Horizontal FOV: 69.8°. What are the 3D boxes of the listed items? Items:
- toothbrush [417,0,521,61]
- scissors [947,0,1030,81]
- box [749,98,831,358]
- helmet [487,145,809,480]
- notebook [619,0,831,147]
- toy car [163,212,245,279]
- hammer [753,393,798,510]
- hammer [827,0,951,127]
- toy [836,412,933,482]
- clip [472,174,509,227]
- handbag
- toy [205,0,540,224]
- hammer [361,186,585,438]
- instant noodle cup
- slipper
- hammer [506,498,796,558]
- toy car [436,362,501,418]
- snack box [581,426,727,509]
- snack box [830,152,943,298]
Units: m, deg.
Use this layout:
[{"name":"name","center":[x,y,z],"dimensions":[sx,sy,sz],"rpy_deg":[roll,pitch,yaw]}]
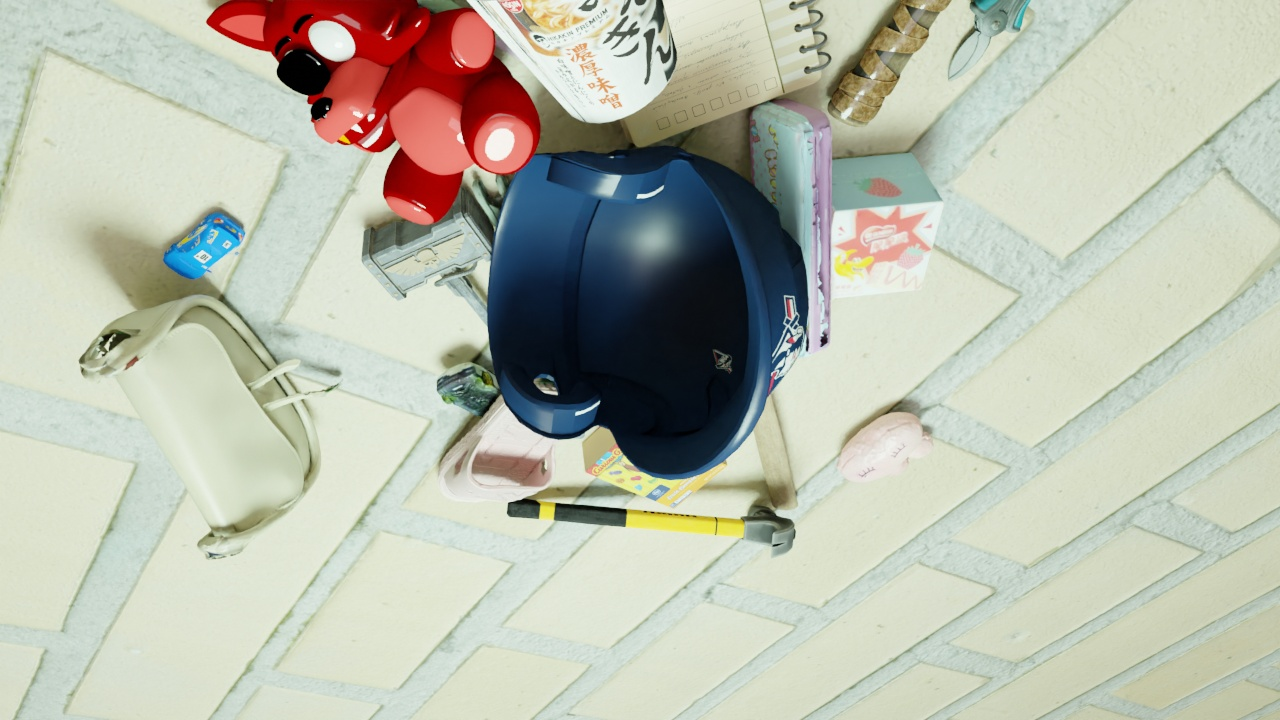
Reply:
[{"name":"toothbrush","center":[-0.117,-0.237,0.649],"dimensions":[0.154,0.015,0.022],"rpy_deg":[23,91,-30]},{"name":"scissors","center":[0.273,-0.276,0.681],"dimensions":[0.136,0.019,0.138],"rpy_deg":[-22,135,15]},{"name":"box","center":[0.123,-0.103,0.754],"dimensions":[0.033,0.076,0.214],"rpy_deg":[-20,125,-19]},{"name":"helmet","center":[0.026,-0.038,0.694],"dimensions":[0.222,0.272,0.233],"rpy_deg":[3,120,-27]},{"name":"notebook","center":[0.035,-0.269,0.640],"dimensions":[0.167,0.024,0.226],"rpy_deg":[-18,134,9]},{"name":"toy car","center":[-0.344,-0.080,0.727],"dimensions":[0.092,0.061,0.033],"rpy_deg":[-31,131,19]},{"name":"hammer","center":[0.136,0.071,0.981],"dimensions":[0.119,0.030,0.331],"rpy_deg":[-1,143,17]},{"name":"hammer","center":[0.234,-0.298,0.636],"dimensions":[0.121,0.048,0.320],"rpy_deg":[13,132,-25]},{"name":"toy","center":[0.280,0.101,1.031],"dimensions":[0.105,0.053,0.109],"rpy_deg":[12,131,-41]},{"name":"clip","center":[-0.112,-0.122,0.758],"dimensions":[0.044,0.023,0.076],"rpy_deg":[-19,136,6]},{"name":"handbag","center":[-0.346,0.045,0.780],"dimensions":[0.132,0.183,0.229],"rpy_deg":[-18,118,3]},{"name":"toy","center":[-0.174,-0.192,0.615],"dimensions":[0.159,0.120,0.197],"rpy_deg":[-18,136,43]},{"name":"hammer","center":[-0.123,-0.016,0.850],"dimensions":[0.098,0.044,0.322],"rpy_deg":[-22,136,11]},{"name":"instant noodle cup","center":[-0.038,-0.225,0.583],"dimensions":[0.124,0.123,0.122],"rpy_deg":[-23,142,12]},{"name":"slipper","center":[-0.131,0.101,0.916],"dimensions":[0.094,0.064,0.240],"rpy_deg":[12,143,-27]},{"name":"hammer","center":[0.014,0.179,1.022],"dimensions":[0.324,0.170,0.034],"rpy_deg":[6,89,-2]},{"name":"toy car","center":[-0.153,0.031,0.892],"dimensions":[0.048,0.033,0.105],"rpy_deg":[-25,146,17]},{"name":"snack box","center":[0.015,0.101,0.985],"dimensions":[0.125,0.040,0.088],"rpy_deg":[27,124,-31]},{"name":"snack box","center":[0.192,-0.114,0.780],"dimensions":[0.093,0.079,0.095],"rpy_deg":[-6,134,-6]}]
